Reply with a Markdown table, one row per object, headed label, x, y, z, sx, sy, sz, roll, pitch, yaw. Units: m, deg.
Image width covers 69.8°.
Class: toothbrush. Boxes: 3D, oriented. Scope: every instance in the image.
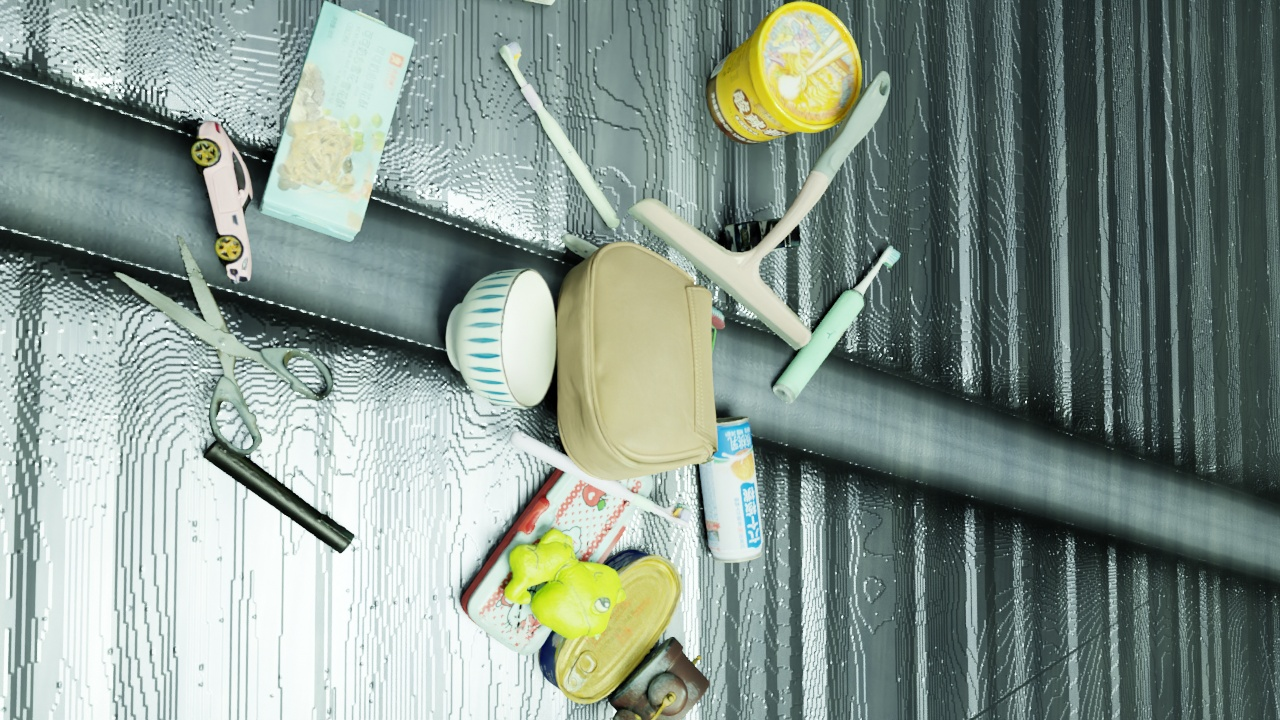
| label | x | y | z | sx | sy | sz | roll | pitch | yaw |
| --- | --- | --- | --- | --- | --- | --- | --- | --- | --- |
| toothbrush | -0.032 | 0.104 | 0.804 | 0.189 | 0.029 | 0.021 | 29 | 112 | -25 |
| toothbrush | 0.007 | -0.077 | 0.877 | 0.187 | 0.016 | 0.017 | 27 | 49 | -22 |
| toothbrush | -0.072 | -0.203 | 0.841 | 0.020 | 0.029 | 0.189 | -27 | 105 | 17 |
| toothbrush | 0.211 | -0.044 | 0.974 | 0.027 | 0.026 | 0.224 | 39 | 70 | 2 |

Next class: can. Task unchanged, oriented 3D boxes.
| label | x | y | z | sx | sy | sz | roll | pitch | yaw |
| --- | --- | --- | --- | --- | --- | --- | --- | --- | --- |
| can | 0.086 | 0.124 | 0.887 | 0.053 | 0.053 | 0.134 | -7 | 91 | -27 |
| can | -0.027 | 0.236 | 0.827 | 0.074 | 0.049 | 0.148 | 49 | 69 | -17 |

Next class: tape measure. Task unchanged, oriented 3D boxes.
| label | x | y | z | sx | sy | sz | roll | pitch | yaw |
| --- | --- | --- | --- | --- | --- | --- | --- | --- | --- |
| tape measure | 0.116 | -0.122 | 0.906 | 0.065 | 0.066 | 0.033 | -9 | 95 | -22 |

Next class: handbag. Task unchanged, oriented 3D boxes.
| label | x | y | z | sx | sy | sz | roll | pitch | yaw |
| --- | --- | --- | --- | --- | --- | --- | --- | --- | --- |
| handbag | -0.005 | 0.005 | 0.808 | 0.147 | 0.100 | 0.204 | 12 | 67 | -31 |

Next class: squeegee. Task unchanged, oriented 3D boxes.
| label | x | y | z | sx | sy | sz | roll | pitch | yaw |
| --- | --- | --- | --- | --- | --- | --- | --- | --- | --- |
| squeegee | 0.155 | -0.161 | 0.842 | 0.247 | 0.040 | 0.250 | 35 | 96 | -31 |

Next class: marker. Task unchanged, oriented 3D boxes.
| label | x | y | z | sx | sy | sz | roll | pitch | yaw |
| --- | --- | --- | --- | --- | --- | --- | --- | --- | --- |
| marker | -0.281 | 0.107 | 0.719 | 0.132 | 0.022 | 0.020 | 43 | 38 | -19 |

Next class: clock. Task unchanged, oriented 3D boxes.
| label | x | y | z | sx | sy | sz | roll | pitch | yaw |
| --- | --- | --- | --- | --- | --- | --- | --- | --- | --- |
| clock | 0.014 | 0.296 | 0.810 | 0.082 | 0.121 | 0.055 | -45 | 82 | 15 |

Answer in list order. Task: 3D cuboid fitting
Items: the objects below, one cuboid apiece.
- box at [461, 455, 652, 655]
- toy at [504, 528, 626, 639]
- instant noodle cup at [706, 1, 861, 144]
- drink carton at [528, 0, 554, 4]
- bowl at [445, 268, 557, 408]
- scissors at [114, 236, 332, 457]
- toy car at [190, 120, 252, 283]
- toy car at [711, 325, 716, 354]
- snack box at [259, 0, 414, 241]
| label | x | y | z | sx | sy | sz | roll | pitch | yaw |
| --- | --- | --- | --- | --- | --- | --- | --- | --- | --- |
| box | -0.068 | 0.160 | 0.812 | 0.086 | 0.047 | 0.200 | 44 | 69 | -19 |
| toy | -0.064 | 0.192 | 0.773 | 0.096 | 0.031 | 0.100 | -22 | 89 | -23 |
| instant noodle cup | 0.132 | -0.270 | 0.893 | 0.118 | 0.115 | 0.118 | 1 | 88 | -28 |
| drink carton | -0.127 | -0.354 | 0.803 | 0.122 | 0.046 | 0.053 | 1 | 88 | -27 |
| bowl | -0.120 | -0.019 | 0.770 | 0.066 | 0.116 | 0.116 | 1 | 86 | 17 |
| scissors | -0.317 | -0.008 | 0.705 | 0.177 | 0.014 | 0.159 | 14 | 69 | -30 |
| toy car | -0.312 | -0.119 | 0.695 | 0.037 | 0.056 | 0.122 | -13 | 94 | -20 |
| toy car | 0.046 | 0.003 | 0.884 | 0.043 | 0.036 | 0.091 | 17 | 84 | -27 |
| snack box | -0.242 | -0.189 | 0.734 | 0.074 | 0.052 | 0.174 | 17 | 81 | -25 |
